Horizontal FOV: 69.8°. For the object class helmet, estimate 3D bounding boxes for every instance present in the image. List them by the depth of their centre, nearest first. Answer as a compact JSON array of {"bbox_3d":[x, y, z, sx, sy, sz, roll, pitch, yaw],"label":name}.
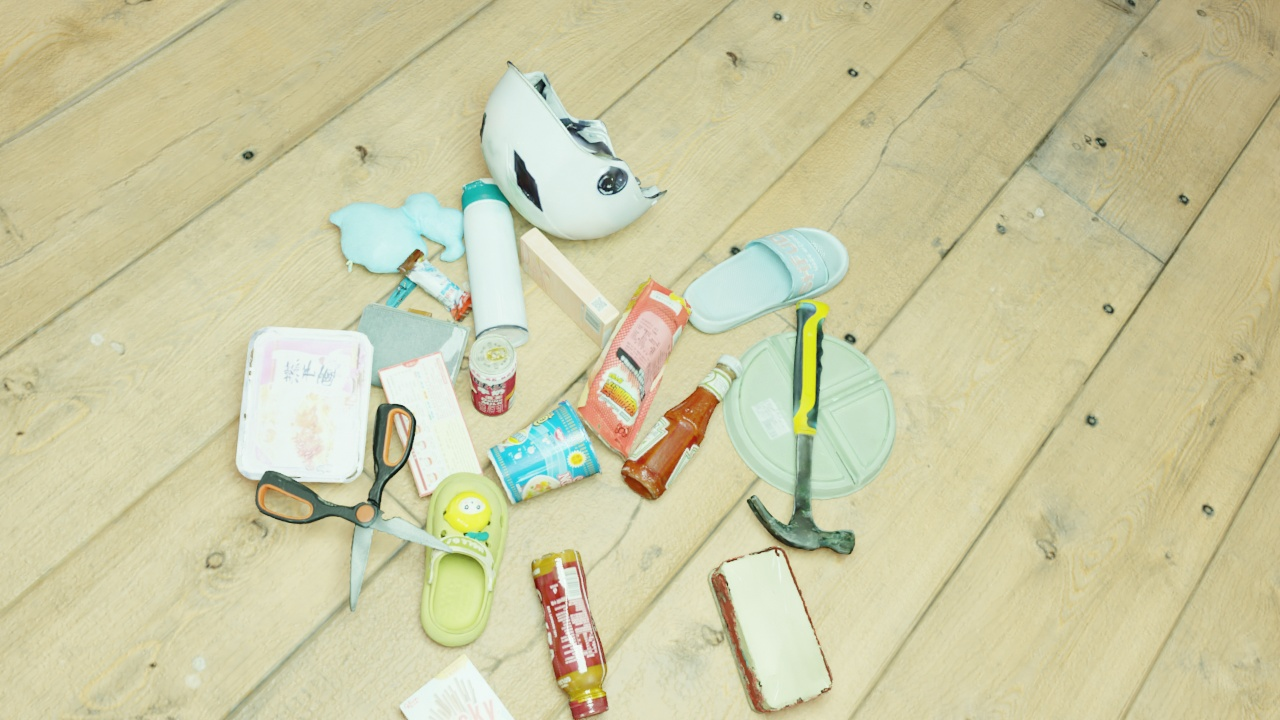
[{"bbox_3d":[-0.108,-0.244,1.154,0.146,0.258,0.229,-47,59,14],"label":"helmet"}]

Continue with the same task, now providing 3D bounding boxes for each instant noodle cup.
[{"bbox_3d":[-0.378,0.053,1.049,0.138,0.060,0.173,3,78,-7],"label":"instant noodle cup"},{"bbox_3d":[-0.114,0.112,1.065,0.110,0.099,0.099,-26,72,-9],"label":"instant noodle cup"}]

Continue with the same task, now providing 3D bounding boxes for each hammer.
[{"bbox_3d":[0.201,0.071,1.128,0.126,0.032,0.322,9,66,-5],"label":"hammer"}]

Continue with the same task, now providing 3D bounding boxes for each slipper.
[{"bbox_3d":[-0.190,0.214,1.005,0.091,0.082,0.190,10,71,-17],"label":"slipper"},{"bbox_3d":[0.165,-0.115,1.212,0.245,0.074,0.104,-26,72,-17],"label":"slipper"}]

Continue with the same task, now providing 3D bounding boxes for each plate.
[{"bbox_3d":[0.219,0.062,1.168,0.230,0.028,0.229,3,65,-7],"label":"plate"}]

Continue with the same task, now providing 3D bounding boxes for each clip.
[{"bbox_3d":[-0.301,-0.086,1.158,0.014,0.046,0.056,32,69,3],"label":"clip"}]

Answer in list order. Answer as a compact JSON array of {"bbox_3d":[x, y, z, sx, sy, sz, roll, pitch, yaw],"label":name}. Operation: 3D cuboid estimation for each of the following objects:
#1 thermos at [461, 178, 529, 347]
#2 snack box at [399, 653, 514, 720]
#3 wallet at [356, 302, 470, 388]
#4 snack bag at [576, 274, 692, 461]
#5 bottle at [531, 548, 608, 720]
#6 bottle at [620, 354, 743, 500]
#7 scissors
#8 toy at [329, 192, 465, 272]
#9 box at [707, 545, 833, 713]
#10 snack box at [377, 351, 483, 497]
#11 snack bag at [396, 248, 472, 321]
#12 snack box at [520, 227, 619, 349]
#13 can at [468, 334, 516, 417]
[{"bbox_3d":[-0.187,-0.127,1.168,0.073,0.073,0.224,-6,68,-11],"label":"thermos"},{"bbox_3d":[-0.172,0.397,0.962,0.084,0.027,0.157,-37,77,-21],"label":"snack box"},{"bbox_3d":[-0.283,-0.012,1.120,0.130,0.037,0.106,14,76,-1],"label":"wallet"},{"bbox_3d":[-0.007,0.007,1.118,0.073,0.128,0.207,7,56,33],"label":"snack bag"},{"bbox_3d":[-0.074,0.298,1.002,0.057,0.058,0.174,-11,68,-13],"label":"bottle"},{"bbox_3d":[0.056,0.075,1.116,0.060,0.060,0.205,36,68,8],"label":"bottle"},{"bbox_3d":[-0.297,0.148,0.983,0.230,0.022,0.220,19,70,9],"label":"scissors"},{"bbox_3d":[-0.310,-0.162,1.175,0.161,0.050,0.155,33,60,-4],"label":"toy"},{"bbox_3d":[0.143,0.299,1.024,0.091,0.078,0.168,-13,68,-15],"label":"box"},{"bbox_3d":[-0.245,0.074,1.073,0.077,0.027,0.155,-18,85,-16],"label":"snack box"},{"bbox_3d":[-0.253,-0.095,1.153,0.104,0.026,0.048,44,54,-16],"label":"snack bag"},{"bbox_3d":[-0.090,-0.090,1.156,0.026,0.085,0.157,-40,78,-19],"label":"snack box"},{"bbox_3d":[-0.172,0.019,1.069,0.053,0.133,0.053,3,66,-8],"label":"can"}]
